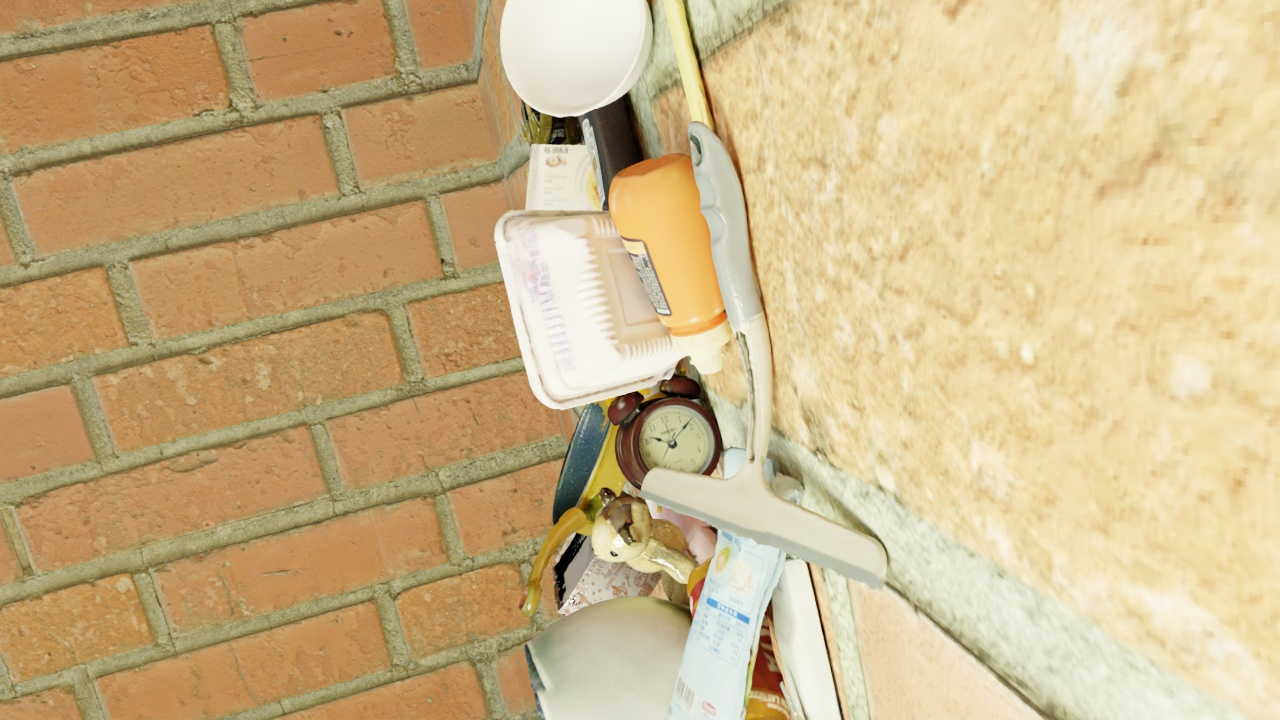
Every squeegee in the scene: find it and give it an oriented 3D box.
[{"bbox_3d":[0.058,-0.018,0.545,0.247,0.039,0.246,6,105,62],"label":"squeegee"}]

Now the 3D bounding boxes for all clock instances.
[{"bbox_3d":[0.019,0.058,0.753,0.055,0.082,0.122,149,103,-76],"label":"clock"}]

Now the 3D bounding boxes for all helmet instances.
[{"bbox_3d":[0.034,0.300,0.764,0.274,0.157,0.230,46,-179,-17],"label":"helmet"}]

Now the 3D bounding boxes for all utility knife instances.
[{"bbox_3d":[0.015,-0.228,0.546,0.031,0.022,0.216,-152,42,-77],"label":"utility knife"}]

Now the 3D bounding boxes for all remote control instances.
[{"bbox_3d":[0.105,0.183,0.608,0.049,0.024,0.125,-166,63,-79],"label":"remote control"}]

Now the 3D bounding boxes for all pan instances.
[{"bbox_3d":[-0.065,0.137,0.960,0.356,0.078,0.198,-87,21,-57],"label":"pan"}]

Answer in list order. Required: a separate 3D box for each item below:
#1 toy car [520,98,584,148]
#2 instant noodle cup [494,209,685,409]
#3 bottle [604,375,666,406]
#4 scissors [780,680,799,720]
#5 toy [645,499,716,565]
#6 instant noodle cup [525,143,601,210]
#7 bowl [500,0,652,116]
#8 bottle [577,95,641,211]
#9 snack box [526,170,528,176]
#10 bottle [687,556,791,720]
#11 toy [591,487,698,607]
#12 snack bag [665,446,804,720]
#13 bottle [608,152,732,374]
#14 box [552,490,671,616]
[{"bbox_3d":[-0.090,-0.273,0.947,0.158,0.070,0.042,93,160,-62],"label":"toy car"},{"bbox_3d":[-0.015,-0.046,0.649,0.173,0.060,0.138,-13,-91,-55],"label":"instant noodle cup"},{"bbox_3d":[-0.005,0.005,0.859,0.190,0.068,0.068,92,162,-59],"label":"bottle"},{"bbox_3d":[0.128,0.288,0.586,0.159,0.014,0.179,92,154,-76],"label":"scissors"},{"bbox_3d":[0.042,0.145,0.855,0.121,0.054,0.159,90,155,-59],"label":"toy"},{"bbox_3d":[-0.064,-0.146,0.885,0.116,0.116,0.124,-134,42,-71],"label":"instant noodle cup"},{"bbox_3d":[-0.033,-0.228,0.650,0.064,0.118,0.118,-9,-97,-60],"label":"bowl"},{"bbox_3d":[-0.033,-0.212,0.783,0.080,0.044,0.194,124,132,-77],"label":"bottle"},{"bbox_3d":[-0.069,-0.122,1.046,0.157,0.070,0.210,-136,33,-73],"label":"snack box"},{"bbox_3d":[0.072,0.221,0.666,0.174,0.057,0.057,-99,0,-58],"label":"bottle"},{"bbox_3d":[0.010,0.166,0.785,0.157,0.066,0.105,53,179,-43],"label":"toy"},{"bbox_3d":[0.060,0.154,0.595,0.110,0.039,0.191,177,107,-82],"label":"snack bag"},{"bbox_3d":[0.028,-0.059,0.610,0.066,0.066,0.149,-127,18,-68],"label":"bottle"},{"bbox_3d":[0.012,0.241,1.053,0.174,0.152,0.182,34,-179,-9],"label":"box"}]
